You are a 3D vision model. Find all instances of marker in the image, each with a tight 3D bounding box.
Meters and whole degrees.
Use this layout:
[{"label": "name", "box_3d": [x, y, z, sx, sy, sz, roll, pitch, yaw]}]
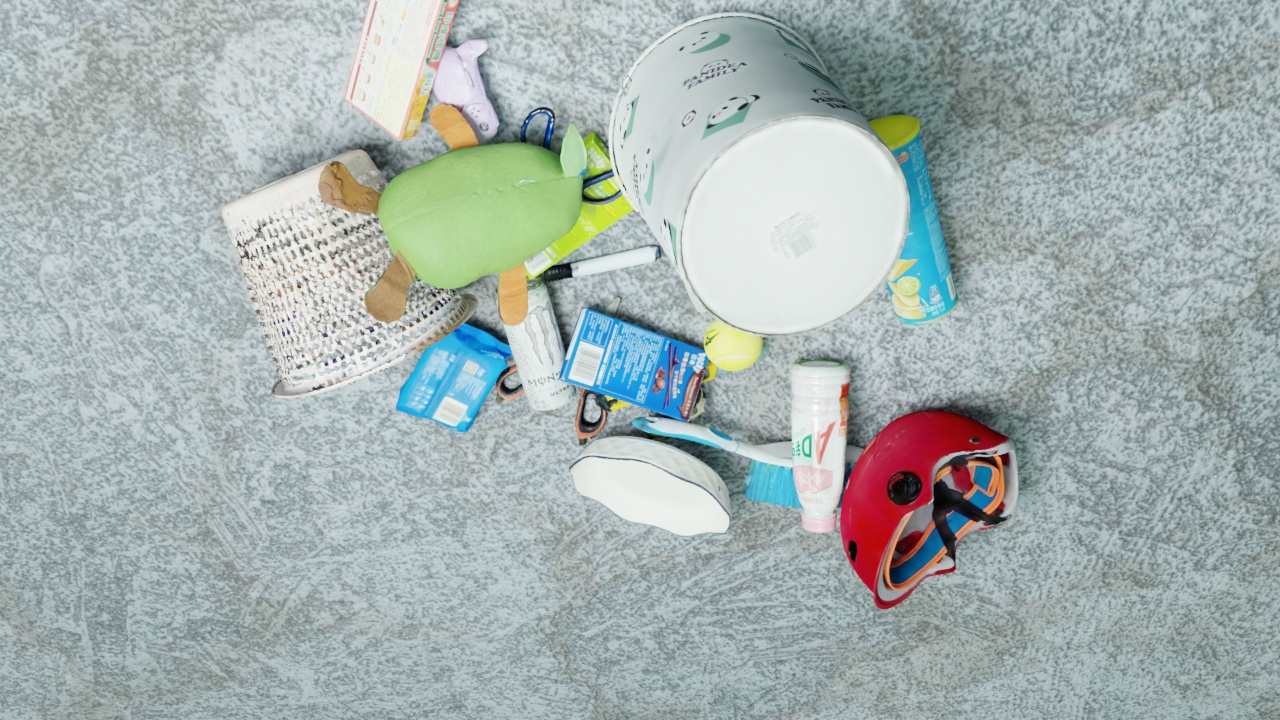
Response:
[{"label": "marker", "box_3d": [-0.042, -0.107, 1.003, 0.131, 0.022, 0.018, -11, 138, 8]}]

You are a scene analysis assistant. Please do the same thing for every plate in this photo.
[{"label": "plate", "box_3d": [0.016, 0.152, 1.117, 0.205, 0.045, 0.205, 16, 151, 9]}]

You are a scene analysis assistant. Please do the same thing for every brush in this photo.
[{"label": "brush", "box_3d": [0.136, 0.121, 1.110, 0.314, 0.060, 0.110, 3, 119, -13]}]

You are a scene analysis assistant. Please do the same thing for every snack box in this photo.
[{"label": "snack box", "box_3d": [-0.083, -0.160, 0.963, 0.157, 0.026, 0.086, -32, 118, 22]}, {"label": "snack box", "box_3d": [-0.006, 0.006, 1.035, 0.157, 0.026, 0.084, 19, 85, -16]}, {"label": "snack box", "box_3d": [-0.224, -0.294, 0.857, 0.077, 0.026, 0.156, 37, 123, 13]}]

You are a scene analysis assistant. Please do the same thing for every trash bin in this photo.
[{"label": "trash bin", "box_3d": [0.099, -0.160, 0.799, 0.229, 0.251, 0.230, -4, 121, -7]}, {"label": "trash bin", "box_3d": [-0.305, -0.096, 0.921, 0.228, 0.227, 0.192, -17, 109, 14]}]

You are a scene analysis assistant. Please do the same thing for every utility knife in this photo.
[{"label": "utility knife", "box_3d": [0.050, 0.020, 1.081, 0.219, 0.015, 0.033, -18, 128, 7]}]

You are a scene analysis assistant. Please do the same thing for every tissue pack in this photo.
[{"label": "tissue pack", "box_3d": [-0.219, 0.017, 1.076, 0.095, 0.052, 0.157, 25, 122, -17]}]

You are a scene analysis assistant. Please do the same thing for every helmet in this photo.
[{"label": "helmet", "box_3d": [0.315, 0.159, 1.073, 0.240, 0.144, 0.207, -43, 138, -4]}]

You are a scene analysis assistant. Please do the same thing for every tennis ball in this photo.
[{"label": "tennis ball", "box_3d": [0.104, -0.021, 1.027, 0.065, 0.065, 0.066, 1, 125, 2]}]

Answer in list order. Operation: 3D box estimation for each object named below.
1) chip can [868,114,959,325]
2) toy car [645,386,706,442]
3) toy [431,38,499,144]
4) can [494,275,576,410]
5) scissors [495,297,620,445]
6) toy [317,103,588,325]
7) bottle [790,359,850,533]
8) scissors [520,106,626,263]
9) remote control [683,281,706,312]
[{"label": "chip can", "box_3d": [0.269, -0.139, 0.935, 0.071, 0.071, 0.210, -17, 123, 14]}, {"label": "toy car", "box_3d": [0.044, 0.064, 1.104, 0.091, 0.042, 0.035, -38, 125, 26]}, {"label": "toy", "box_3d": [-0.171, -0.258, 0.889, 0.084, 0.038, 0.108, 5, 126, 23]}, {"label": "can", "box_3d": [-0.117, -0.018, 1.032, 0.058, 0.058, 0.147, -10, 114, 9]}, {"label": "scissors", "box_3d": [-0.075, 0.014, 1.091, 0.189, 0.015, 0.226, 10, 124, -4]}, {"label": "toy", "box_3d": [-0.159, -0.137, 0.858, 0.246, 0.090, 0.227, -19, 88, -19]}, {"label": "bottle", "box_3d": [0.207, 0.099, 1.062, 0.068, 0.068, 0.197, -1, 99, 3]}, {"label": "scissors", "box_3d": [-0.093, -0.175, 0.930, 0.162, 0.012, 0.176, 1, 124, 3]}, {"label": "remote control", "box_3d": [0.122, -0.098, 1.000, 0.150, 0.021, 0.058, -18, 122, 15]}]
